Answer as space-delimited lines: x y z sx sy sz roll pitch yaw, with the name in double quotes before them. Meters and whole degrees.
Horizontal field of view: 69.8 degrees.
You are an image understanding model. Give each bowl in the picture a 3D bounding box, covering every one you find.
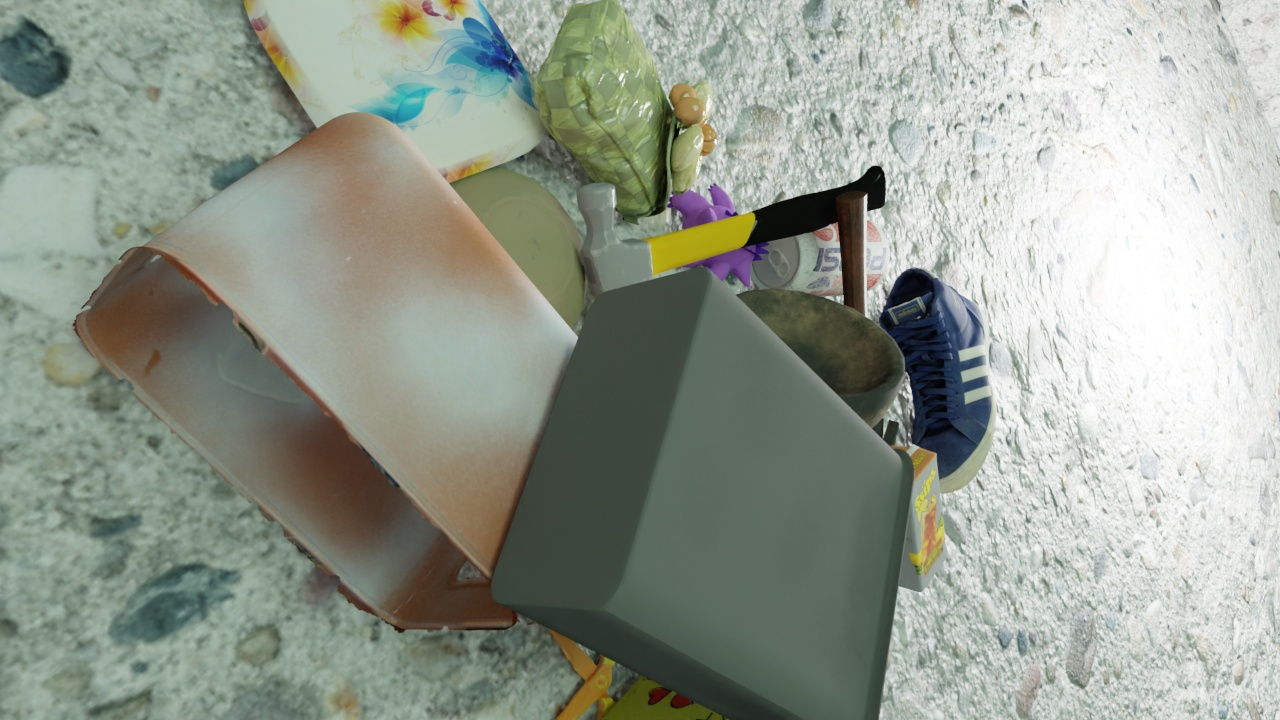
"bowl" -0.096 -0.075 0.676 0.152 0.051 0.152 11 72 -38
"bowl" 0.129 0.012 0.757 0.161 0.162 0.070 -25 138 -41

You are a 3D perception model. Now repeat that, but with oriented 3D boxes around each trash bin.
"trash bin" -0.148 0.014 0.527 0.260 0.182 0.157 51 51 -17
"trash bin" 0.050 0.089 0.511 0.220 0.098 0.191 39 56 -36

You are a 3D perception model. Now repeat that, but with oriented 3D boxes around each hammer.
"hammer" 0.092 -0.110 0.767 0.322 0.029 0.127 -19 114 -31
"hammer" 0.200 -0.007 0.848 0.110 0.028 0.301 -31 122 -43

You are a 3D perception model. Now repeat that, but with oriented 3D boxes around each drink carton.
"drink carton" 0.257 0.152 0.889 0.076 0.049 0.125 -35 121 -40

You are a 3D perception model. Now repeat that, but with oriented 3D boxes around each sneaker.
"sneaker" 0.305 0.008 0.962 0.118 0.092 0.232 36 57 -33

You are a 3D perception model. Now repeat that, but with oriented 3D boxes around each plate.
"plate" -0.164 -0.216 0.655 0.186 0.016 0.187 -33 90 -41

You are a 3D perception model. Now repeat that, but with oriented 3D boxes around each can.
"can" 0.173 -0.101 0.889 0.135 0.078 0.078 -6 83 -41

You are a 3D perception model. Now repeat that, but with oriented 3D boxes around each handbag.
"handbag" -0.001 -0.194 0.723 0.186 0.117 0.113 45 51 -61

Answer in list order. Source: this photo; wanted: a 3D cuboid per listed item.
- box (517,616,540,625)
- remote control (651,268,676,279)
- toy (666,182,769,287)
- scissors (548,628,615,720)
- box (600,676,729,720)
"box" -0.011 0.165 0.689 0.186 0.058 0.060 -1 48 -41
"remote control" 0.021 -0.039 0.779 0.060 0.028 0.114 -43 107 -39
"toy" 0.071 -0.111 0.821 0.088 0.056 0.106 21 66 -33
"scissors" -0.029 0.236 0.679 0.125 0.011 0.129 55 49 -17
"box" 0.044 0.268 0.647 0.220 0.125 0.082 -29 101 -44
